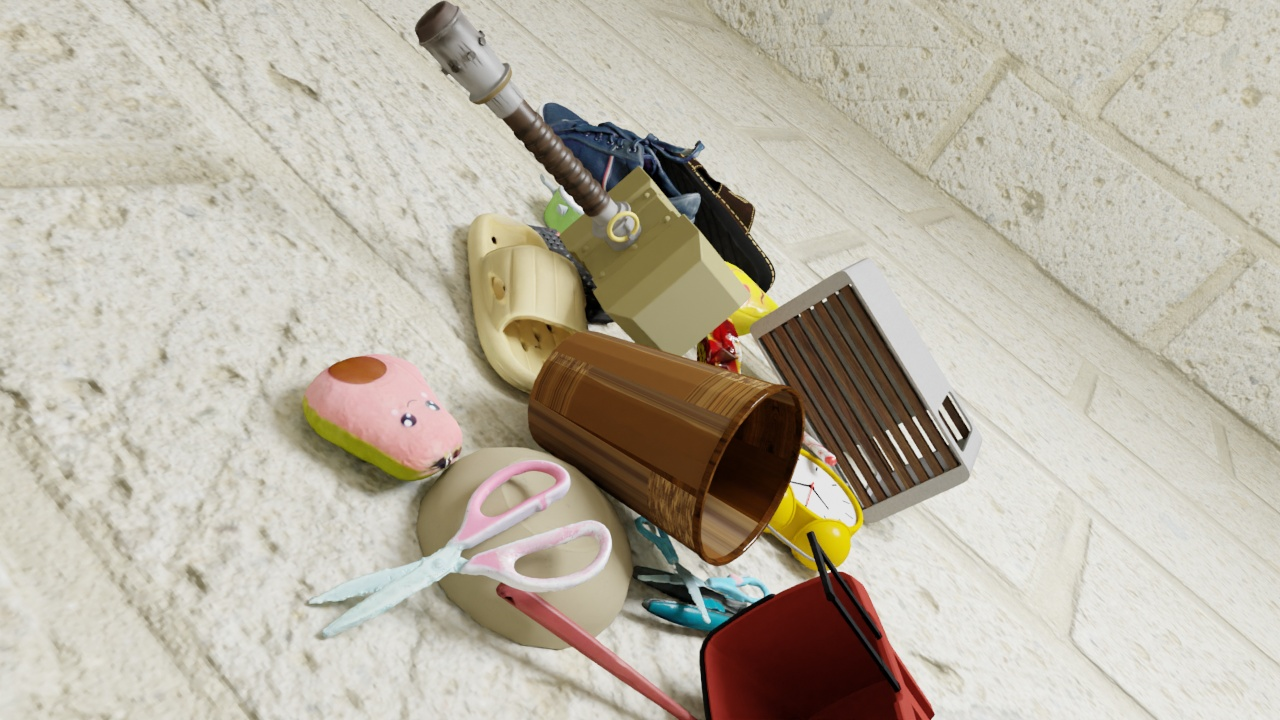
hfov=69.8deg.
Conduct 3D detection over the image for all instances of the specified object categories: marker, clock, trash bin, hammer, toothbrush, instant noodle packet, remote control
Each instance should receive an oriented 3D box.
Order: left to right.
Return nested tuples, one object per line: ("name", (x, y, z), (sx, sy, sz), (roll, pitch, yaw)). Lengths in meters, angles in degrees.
("hammer", (-0.060, -0.156, 0.757), (0.325, 0.101, 0.190), (45, 8, -36))
("remote control", (-0.072, -0.088, 0.949), (0.047, 0.022, 0.150), (3, 39, -45))
("clock", (-0.062, -0.163, 1.053), (0.119, 0.043, 0.094), (13, 36, -36))
("toothbrush", (-0.010, 0.191, 0.549), (0.190, 0.016, 0.016), (40, 33, -12))
("instant noodle packet", (0.072, 0.013, 0.845), (0.040, 0.136, 0.098), (-5, 43, 2))
("clock", (0.142, 0.127, 0.814), (0.113, 0.052, 0.151), (37, 24, 4))
("marker", (0.161, 0.075, 0.903), (0.013, 0.013, 0.142), (27, 7, -16))
("trash bin", (0.231, 0.026, 0.928), (0.229, 0.115, 0.114), (59, 29, 3))

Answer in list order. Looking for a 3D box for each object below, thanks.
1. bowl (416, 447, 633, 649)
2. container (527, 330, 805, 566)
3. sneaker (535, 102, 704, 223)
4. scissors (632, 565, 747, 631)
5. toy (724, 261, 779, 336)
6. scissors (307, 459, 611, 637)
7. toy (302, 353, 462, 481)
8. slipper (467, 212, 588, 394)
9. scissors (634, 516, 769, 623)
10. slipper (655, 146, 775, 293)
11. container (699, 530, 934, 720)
("bowl", (-0.066, 0.110, 0.605), (0.152, 0.051, 0.152), (27, 28, -16))
("container", (0.012, 0.052, 0.668), (0.167, 0.132, 0.132), (23, 18, 32))
("sneaker", (-0.024, -0.266, 1.175), (0.120, 0.127, 0.294), (-8, 47, -51))
("scissors", (0.055, 0.184, 0.658), (0.127, 0.019, 0.141), (40, 20, 21))
("toy", (0.057, -0.076, 1.005), (0.193, 0.087, 0.134), (18, 15, -37))
("scissors", (-0.097, 0.121, 0.519), (0.178, 0.016, 0.103), (-27, 55, -33))
("toy", (-0.164, 0.038, 0.607), (0.110, 0.051, 0.089), (37, 28, 13))
("slipper", (-0.094, -0.071, 0.836), (0.111, 0.079, 0.261), (20, 30, -33))
("scissors", (0.035, 0.148, 0.670), (0.135, 0.015, 0.133), (22, 12, -47))
("slipper", (0.100, -0.192, 1.220), (0.075, 0.113, 0.267), (-22, 60, -28))
("container", (0.097, 0.195, 0.528), (0.201, 0.127, 0.147), (48, 19, -31))
